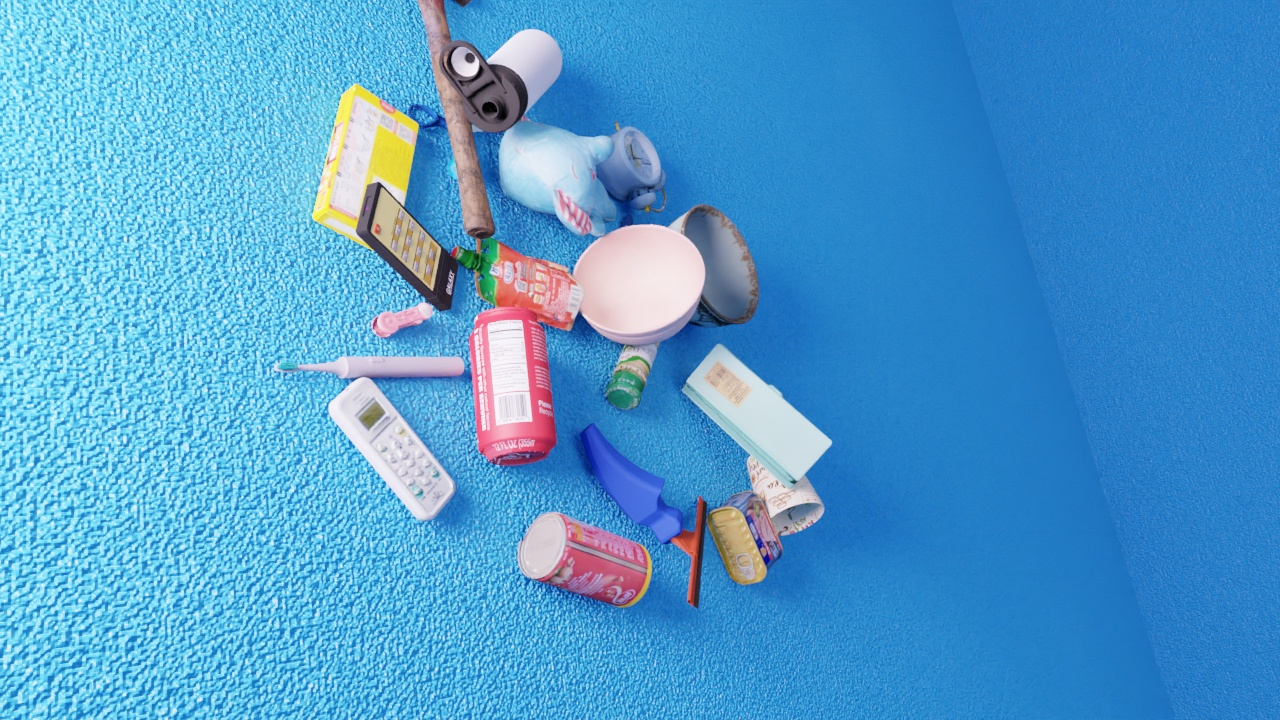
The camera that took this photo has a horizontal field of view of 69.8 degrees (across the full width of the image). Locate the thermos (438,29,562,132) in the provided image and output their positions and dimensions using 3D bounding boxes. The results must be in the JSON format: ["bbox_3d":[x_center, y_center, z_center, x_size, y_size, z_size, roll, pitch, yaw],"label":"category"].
[{"bbox_3d":[-0.146,-0.317,0.988,0.101,0.069,0.229,56,22,-22],"label":"thermos"}]

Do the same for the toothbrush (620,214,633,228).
[{"bbox_3d":[-0.020,-0.131,1.145,0.021,0.016,0.132,34,46,-37],"label":"toothbrush"}]

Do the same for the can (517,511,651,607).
[{"bbox_3d":[-0.052,0.195,0.896,0.124,0.067,0.066,30,51,-39],"label":"can"}]

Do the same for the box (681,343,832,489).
[{"bbox_3d":[0.150,0.060,1.135,0.188,0.092,0.077,44,37,12],"label":"box"}]

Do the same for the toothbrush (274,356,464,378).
[{"bbox_3d":[-0.233,0.006,0.807,0.187,0.019,0.018,0,70,-51],"label":"toothbrush"}]

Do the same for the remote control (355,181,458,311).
[{"bbox_3d":[-0.214,-0.103,0.855,0.133,0.013,0.058,51,36,-53],"label":"remote control"}]

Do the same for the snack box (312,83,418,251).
[{"bbox_3d":[-0.257,-0.182,0.868,0.075,0.025,0.152,28,52,-40],"label":"snack box"}]

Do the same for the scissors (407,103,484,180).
[{"bbox_3d":[-0.201,-0.255,0.983,0.117,0.014,0.129,36,47,-33],"label":"scissors"}]

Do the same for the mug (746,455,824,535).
[{"bbox_3d":[0.187,0.174,1.200,0.122,0.081,0.097,61,8,-54],"label":"mug"}]

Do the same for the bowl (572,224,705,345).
[{"bbox_3d":[0.001,-0.075,1.057,0.076,0.153,0.152,73,17,-59],"label":"bowl"}]

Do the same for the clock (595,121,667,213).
[{"bbox_3d":[-0.008,-0.244,1.185,0.124,0.052,0.088,51,38,-21],"label":"clock"}]

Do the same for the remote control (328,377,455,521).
[{"bbox_3d":[-0.214,0.078,0.792,0.133,0.022,0.050,55,39,-16],"label":"remote control"}]

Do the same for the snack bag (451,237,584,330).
[{"bbox_3d":[-0.131,-0.087,0.970,0.155,0.044,0.087,21,51,-39],"label":"snack bag"}]

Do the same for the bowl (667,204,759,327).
[{"bbox_3d":[0.069,-0.109,1.175,0.159,0.094,0.159,26,53,-42],"label":"bowl"}]

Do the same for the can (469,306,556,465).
[{"bbox_3d":[-0.124,0.026,0.887,0.074,0.075,0.142,13,63,-47],"label":"can"}]

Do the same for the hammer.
[{"bbox_3d":[-0.194,-0.281,0.973,0.119,0.033,0.330,7,64,-54],"label":"hammer"}]

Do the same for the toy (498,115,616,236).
[{"bbox_3d":[-0.077,-0.209,1.037,0.180,0.115,0.183,13,40,-55],"label":"toy"}]

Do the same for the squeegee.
[{"bbox_3d":[-0.001,0.144,0.989,0.185,0.055,0.249,51,14,-8],"label":"squeegee"}]

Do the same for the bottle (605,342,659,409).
[{"bbox_3d":[-0.006,0.006,1.069,0.042,0.043,0.109,47,42,-26],"label":"bottle"}]

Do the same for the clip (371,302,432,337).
[{"bbox_3d":[-0.222,-0.038,0.848,0.060,0.044,0.023,-26,90,-25],"label":"clip"}]

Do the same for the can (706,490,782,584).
[{"bbox_3d":[0.129,0.216,1.122,0.058,0.054,0.100,-25,93,-55],"label":"can"}]
